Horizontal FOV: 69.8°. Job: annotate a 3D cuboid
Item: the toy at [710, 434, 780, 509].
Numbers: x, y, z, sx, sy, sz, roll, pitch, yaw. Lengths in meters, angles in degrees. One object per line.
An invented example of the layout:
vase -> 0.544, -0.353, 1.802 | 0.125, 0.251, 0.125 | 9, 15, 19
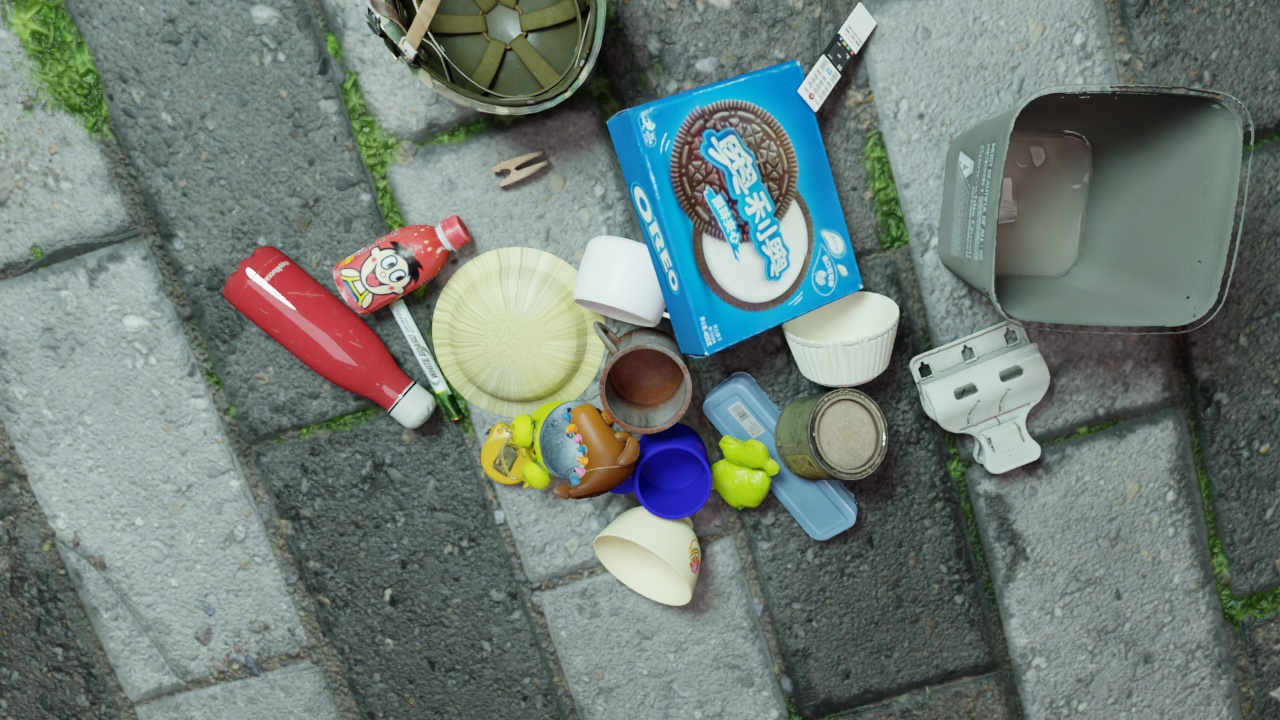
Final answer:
toy -> 0.107, 0.118, 0.969 | 0.094, 0.036, 0.093 | 4, 120, 38

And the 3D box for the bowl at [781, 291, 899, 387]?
bowl -> 0.203, -0.018, 0.925 | 0.115, 0.115, 0.062 | -11, 117, 3

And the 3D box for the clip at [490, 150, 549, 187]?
clip -> -0.124, -0.199, 0.932 | 0.049, 0.025, 0.061 | 35, 107, -2

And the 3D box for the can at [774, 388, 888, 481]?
can -> 0.192, 0.076, 0.927 | 0.089, 0.075, 0.090 | 3, 82, -19

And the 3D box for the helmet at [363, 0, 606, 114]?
helmet -> -0.135, -0.321, 0.793 | 0.193, 0.236, 0.224 | -39, 109, 3

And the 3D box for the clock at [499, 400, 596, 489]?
clock -> -0.089, 0.085, 0.952 | 0.118, 0.057, 0.083 | -22, 103, -27

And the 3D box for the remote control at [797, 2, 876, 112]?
remote control -> 0.188, -0.292, 0.885 | 0.028, 0.012, 0.124 | 42, 71, -23

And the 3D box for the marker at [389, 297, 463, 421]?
marker -> -0.229, -0.001, 0.977 | 0.017, 0.017, 0.146 | -25, 100, 6

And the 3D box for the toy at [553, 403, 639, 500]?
toy -> -0.055, 0.090, 0.901 | 0.071, 0.102, 0.090 | -41, 75, 49

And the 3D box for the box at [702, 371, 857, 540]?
box -> 0.152, 0.102, 0.994 | 0.067, 0.052, 0.210 | -37, 98, 30

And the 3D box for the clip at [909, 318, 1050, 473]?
clip -> 0.364, 0.046, 0.953 | 0.125, 0.089, 0.150 | -21, 91, 8

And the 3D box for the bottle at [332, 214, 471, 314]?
bottle -> -0.238, -0.103, 0.933 | 0.137, 0.062, 0.062 | -28, 100, 7

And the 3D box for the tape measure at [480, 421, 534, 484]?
tape measure -> -0.143, 0.103, 0.991 | 0.068, 0.030, 0.059 | 31, 99, -5

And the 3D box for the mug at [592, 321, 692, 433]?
mug -> -0.005, 0.006, 0.930 | 0.096, 0.110, 0.123 | -39, 98, 3

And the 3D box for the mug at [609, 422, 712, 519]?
mug -> 0.017, 0.117, 0.964 | 0.111, 0.083, 0.079 | -9, 102, 3

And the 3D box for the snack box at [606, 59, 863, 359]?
snack box -> 0.096, -0.146, 0.881 | 0.195, 0.056, 0.239 | -23, 101, -22

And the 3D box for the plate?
plate -> -0.129, -0.024, 0.960 | 0.184, 0.036, 0.184 | 0, 102, 1

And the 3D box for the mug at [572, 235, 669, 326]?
mug -> -0.005, -0.076, 0.913 | 0.115, 0.094, 0.068 | 17, 85, 5

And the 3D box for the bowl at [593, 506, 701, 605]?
bowl -> 0.019, 0.195, 0.981 | 0.118, 0.118, 0.073 | 40, 57, -7

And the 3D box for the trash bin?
trash bin -> 0.383, -0.139, 0.835 | 0.197, 0.220, 0.197 | 2, 102, 0

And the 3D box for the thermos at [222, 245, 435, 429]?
thermos -> -0.312, -0.017, 0.946 | 0.240, 0.073, 0.073 | 41, 99, -8
